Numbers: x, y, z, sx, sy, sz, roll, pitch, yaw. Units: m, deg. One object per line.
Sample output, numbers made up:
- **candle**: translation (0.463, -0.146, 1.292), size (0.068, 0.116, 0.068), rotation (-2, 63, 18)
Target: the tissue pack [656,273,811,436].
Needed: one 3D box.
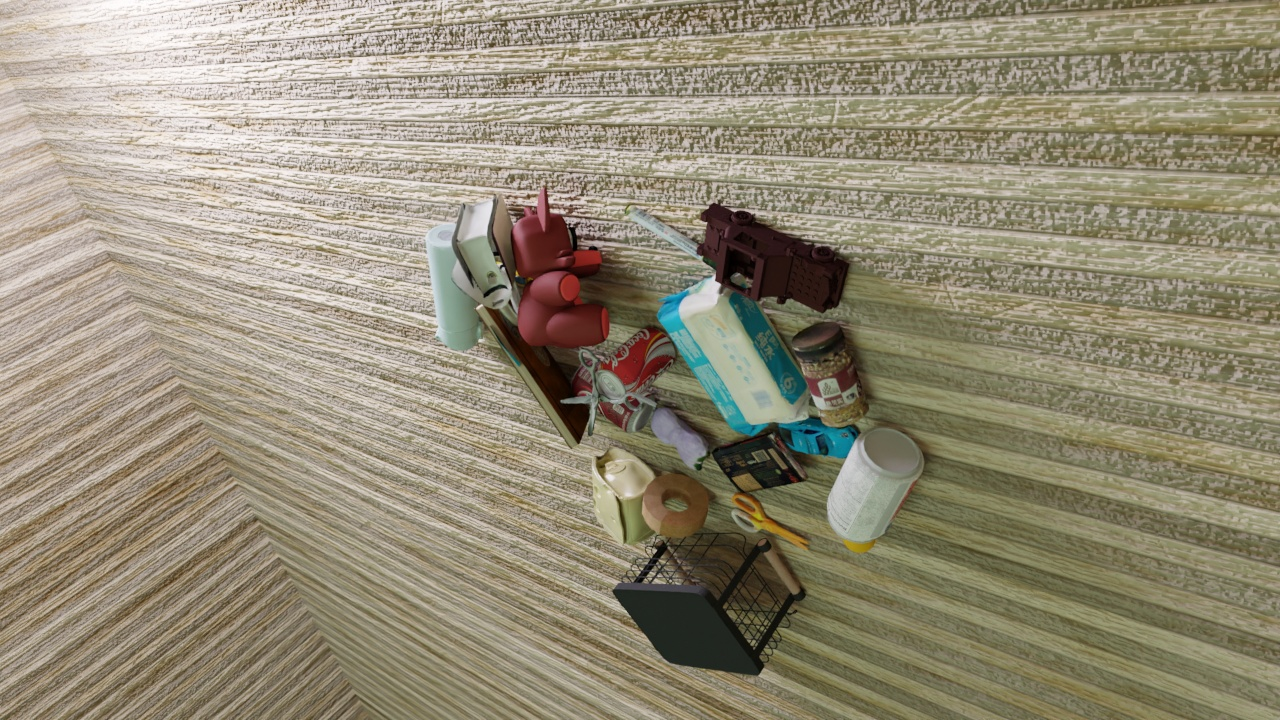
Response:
- **tissue pack**: translation (0.115, -0.003, 1.087), size (0.117, 0.065, 0.209), rotation (-18, 109, 50)

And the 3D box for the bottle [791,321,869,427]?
- **bottle**: translation (0.210, 0.016, 1.013), size (0.056, 0.056, 0.105), rotation (-2, 120, 46)

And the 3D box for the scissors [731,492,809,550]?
- **scissors**: translation (0.179, 0.233, 1.267), size (0.131, 0.012, 0.074), rotation (32, 141, 24)

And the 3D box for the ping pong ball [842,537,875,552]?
- **ping pong ball**: translation (0.271, 0.218, 1.137), size (0.040, 0.040, 0.040), rotation (27, 137, 28)

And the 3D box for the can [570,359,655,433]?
- **can**: translation (-0.038, 0.049, 1.287), size (0.114, 0.063, 0.063), rotation (33, 140, 21)

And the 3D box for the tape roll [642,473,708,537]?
- **tape roll**: translation (0.050, 0.206, 1.308), size (0.094, 0.093, 0.027), rotation (30, 139, 24)

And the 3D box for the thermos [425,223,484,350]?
- **thermos**: translation (-0.284, -0.106, 1.403), size (0.078, 0.065, 0.207), rotation (2, 132, 0)

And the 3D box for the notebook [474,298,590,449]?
- **notebook**: translation (-0.153, 0.001, 1.302), size (0.014, 0.178, 0.249), rotation (-32, 99, 9)

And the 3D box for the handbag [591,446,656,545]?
- **handbag**: translation (-0.028, 0.208, 1.401), size (0.111, 0.081, 0.119), rotation (37, 145, 37)

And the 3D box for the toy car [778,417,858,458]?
- **toy car**: translation (0.211, 0.093, 1.098), size (0.105, 0.032, 0.048), rotation (7, 125, 41)

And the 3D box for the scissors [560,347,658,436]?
- **scissors**: translation (-0.044, 0.050, 1.159), size (0.172, 0.014, 0.142), rotation (15, 129, 35)

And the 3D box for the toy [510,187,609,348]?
- **toy**: translation (-0.108, -0.111, 1.174), size (0.158, 0.120, 0.197), rotation (-179, 77, -76)

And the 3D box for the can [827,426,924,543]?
- **can**: translation (0.265, 0.144, 1.049), size (0.078, 0.078, 0.136), rotation (34, 140, 21)

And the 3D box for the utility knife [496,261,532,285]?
- **utility knife**: translation (-0.158, -0.116, 1.311), size (0.175, 0.017, 0.030), rotation (16, 141, 32)

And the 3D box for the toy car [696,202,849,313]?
- **toy car**: translation (0.132, -0.105, 0.983), size (0.170, 0.061, 0.070), rotation (29, 139, 25)

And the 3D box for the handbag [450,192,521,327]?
- **handbag**: translation (-0.199, -0.118, 1.234), size (0.074, 0.151, 0.176), rotation (-15, 122, 6)

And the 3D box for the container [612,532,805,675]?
- **container**: translation (0.097, 0.346, 1.341), size (0.242, 0.130, 0.163), rotation (-15, 116, 50)

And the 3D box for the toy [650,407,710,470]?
- **toy**: translation (0.055, 0.109, 1.269), size (0.099, 0.036, 0.080), rotation (44, 153, 16)

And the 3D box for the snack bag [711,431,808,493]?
- **snack bag**: translation (0.151, 0.135, 1.189), size (0.074, 0.018, 0.155), rotation (52, 153, -5)

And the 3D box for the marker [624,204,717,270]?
- **marker**: translation (0.041, -0.145, 1.080), size (0.146, 0.017, 0.017), rotation (34, 140, 20)

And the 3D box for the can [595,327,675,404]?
- **can**: translation (-0.007, 0.007, 1.185), size (0.064, 0.104, 0.064), rotation (27, 137, 28)
